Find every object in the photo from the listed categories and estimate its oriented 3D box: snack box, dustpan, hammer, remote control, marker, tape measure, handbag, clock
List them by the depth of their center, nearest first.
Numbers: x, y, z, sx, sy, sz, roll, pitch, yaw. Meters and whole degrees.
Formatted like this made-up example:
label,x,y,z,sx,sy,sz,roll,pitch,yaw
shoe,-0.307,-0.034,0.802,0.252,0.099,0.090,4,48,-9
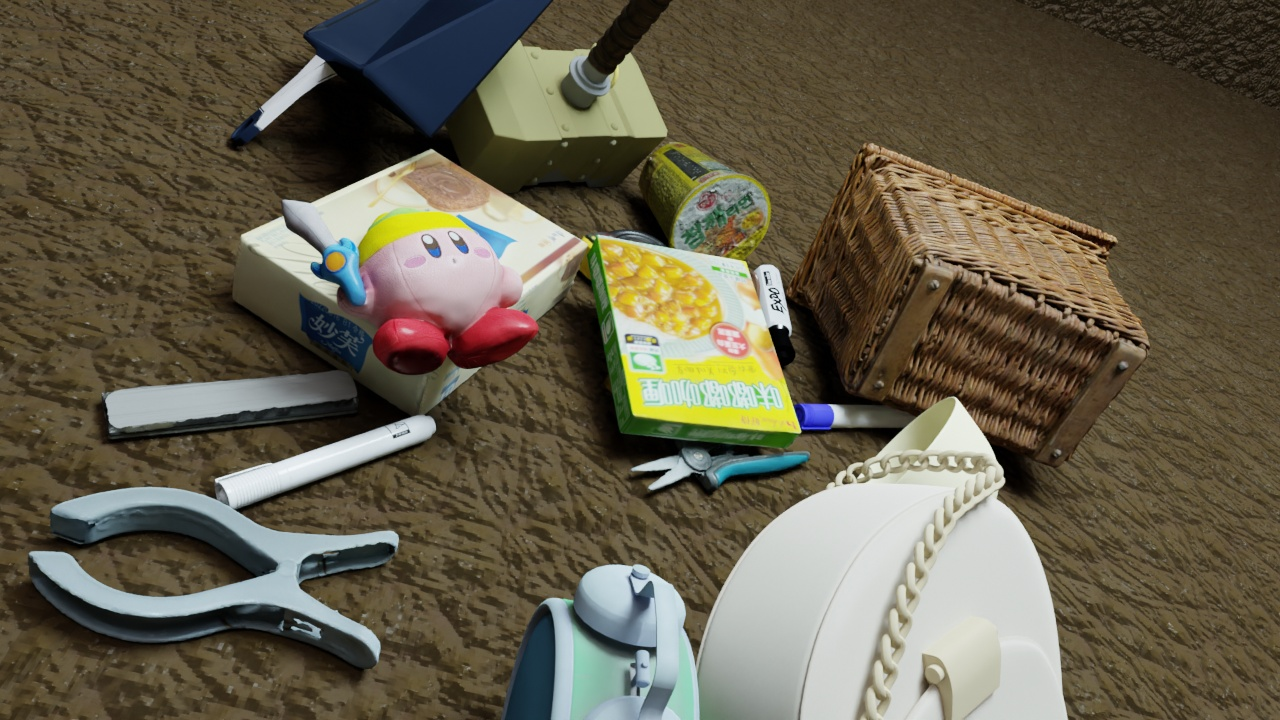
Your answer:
label,x,y,z,sx,sy,sz,roll,pitch,yaw
clock,-0.013,0.153,0.379,0.075,0.162,0.121,14,39,-13
handbag,0.116,0.165,0.435,0.210,0.104,0.208,-15,96,-40
marker,-0.176,0.055,0.526,0.133,0.017,0.020,-20,54,-43
remote control,-0.233,0.024,0.534,0.136,0.013,0.033,-7,46,-33
snack box,-0.153,-0.066,0.653,0.153,0.055,0.206,32,38,8
snack box,0.036,-0.016,0.669,0.131,0.027,0.167,7,50,-24
hammer,-0.011,-0.267,0.739,0.189,0.326,0.100,-13,75,-40
marker,0.184,0.046,0.739,0.141,0.020,0.020,2,43,-27
dustpan,-0.211,-0.256,0.750,0.080,0.273,0.236,42,-1,-38
tape measure,-0.009,-0.078,0.762,0.071,0.042,0.072,-14,47,-41
marker,0.116,-0.039,0.797,0.025,0.025,0.125,15,38,-13

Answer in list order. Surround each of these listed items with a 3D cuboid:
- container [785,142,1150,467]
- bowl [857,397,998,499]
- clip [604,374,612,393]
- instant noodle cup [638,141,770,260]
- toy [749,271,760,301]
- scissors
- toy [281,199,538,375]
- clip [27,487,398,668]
label,x,y,z,sx,sy,sz,roll,pitch,yaw
container,0.272,-0.038,0.756,0.250,0.163,0.182,18,31,-8
bowl,0.198,0.093,0.620,0.074,0.118,0.117,43,39,5
clip,-0.003,0.004,0.675,0.053,0.035,0.046,40,32,17
instant noodle cup,0.050,-0.146,0.841,0.102,0.102,0.108,0,35,-29
toy,0.064,-0.043,0.762,0.101,0.042,0.055,-11,27,-28
scissors,0.061,0.063,0.648,0.122,0.019,0.148,28,42,-2
toy,-0.140,-0.051,0.548,0.124,0.097,0.131,-12,71,-30
clip,-0.201,0.114,0.434,0.163,0.028,0.107,11,41,-17
